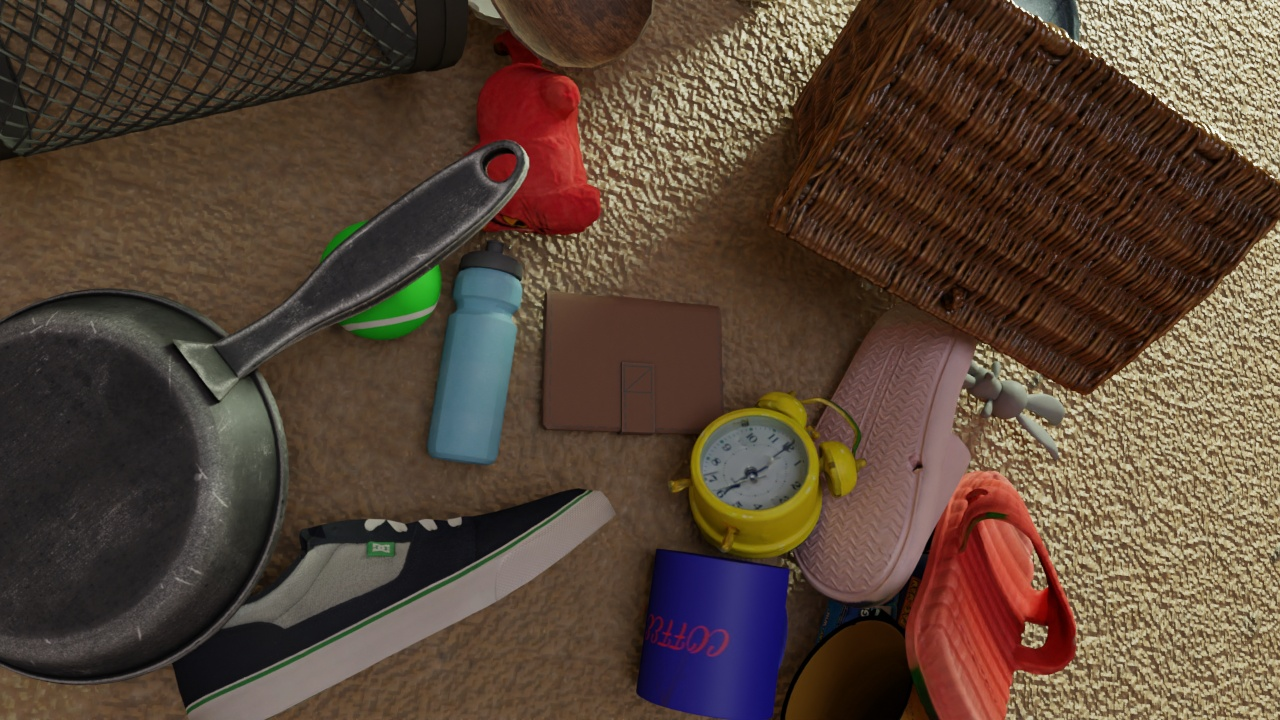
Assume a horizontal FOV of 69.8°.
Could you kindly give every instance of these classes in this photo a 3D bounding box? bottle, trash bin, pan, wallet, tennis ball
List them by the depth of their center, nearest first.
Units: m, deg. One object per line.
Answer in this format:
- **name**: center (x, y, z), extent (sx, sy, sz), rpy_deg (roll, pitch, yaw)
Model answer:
- **trash bin**: center (-0.228, -0.213, 0.415), extent (0.227, 0.218, 0.218), rpy_deg (-23, 92, -18)
- **pan**: center (-0.197, 0.004, 0.438), extent (0.356, 0.055, 0.187), rpy_deg (-40, 84, -3)
- **tennis ball**: center (-0.142, -0.044, 0.501), extent (0.065, 0.065, 0.065), rpy_deg (3, 82, -21)
- **bottle**: center (-0.093, -0.006, 0.528), extent (0.040, 0.040, 0.130), rpy_deg (11, 80, -19)
- **wallet**: center (-0.003, 0.003, 0.576), extent (0.120, 0.013, 0.087), rpy_deg (4, 80, -22)

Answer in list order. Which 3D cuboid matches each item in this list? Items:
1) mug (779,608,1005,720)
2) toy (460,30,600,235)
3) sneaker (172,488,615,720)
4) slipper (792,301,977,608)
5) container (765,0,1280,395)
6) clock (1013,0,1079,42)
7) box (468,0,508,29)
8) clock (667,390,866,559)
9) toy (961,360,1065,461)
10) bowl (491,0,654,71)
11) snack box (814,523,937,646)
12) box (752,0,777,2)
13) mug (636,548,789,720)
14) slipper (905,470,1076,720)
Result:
- **mug**: center (0.153, 0.211, 0.543), extent (0.094, 0.101, 0.123), rpy_deg (39, 40, -15)
- **toy**: center (-0.079, -0.133, 0.532), extent (0.094, 0.088, 0.133), rpy_deg (-10, 84, -10)
- **sneaker**: center (-0.126, 0.109, 0.484), extent (0.234, 0.084, 0.079), rpy_deg (-23, 79, -21)
- **slipper**: center (0.161, 0.052, 0.591), extent (0.055, 0.107, 0.221), rpy_deg (38, 65, -31)
- **container**: center (0.218, -0.130, 0.573), extent (0.250, 0.163, 0.182), rpy_deg (25, 32, -16)
- **clock**: center (0.252, -0.234, 0.678), extent (0.117, 0.060, 0.161), rpy_deg (40, 73, -13)
- **box**: center (-0.061, -0.261, 0.533), extent (0.109, 0.121, 0.136), rpy_deg (9, 59, -19)
- **clock**: center (0.080, 0.066, 0.558), extent (0.118, 0.057, 0.083), rpy_deg (-33, 57, -14)
- **toy**: center (0.266, 0.028, 0.667), extent (0.111, 0.030, 0.049), rpy_deg (31, 59, -10)
- **bowl**: center (-0.044, -0.216, 0.504), extent (0.101, 0.026, 0.114), rpy_deg (-37, 114, -19)
- **snack box**: center (0.168, 0.163, 0.614), extent (0.082, 0.027, 0.150), rpy_deg (24, 76, -16)
- **box**: center (0.127, -0.323, 0.571), extent (0.070, 0.187, 0.143), rpy_deg (-6, 92, -23)
- **mug**: center (0.053, 0.162, 0.550), extent (0.111, 0.079, 0.083), rpy_deg (20, 75, -47)
- **slipper**: center (0.217, 0.135, 0.542), extent (0.103, 0.059, 0.248), rpy_deg (62, 32, -4)
